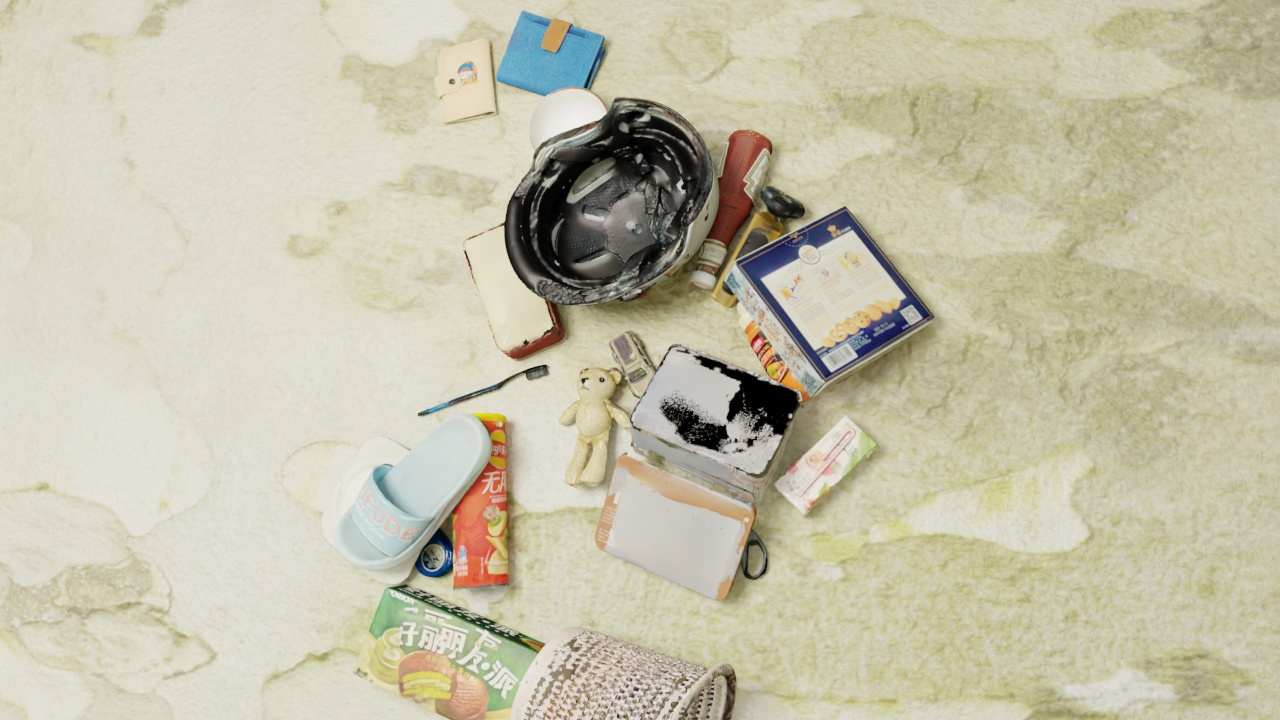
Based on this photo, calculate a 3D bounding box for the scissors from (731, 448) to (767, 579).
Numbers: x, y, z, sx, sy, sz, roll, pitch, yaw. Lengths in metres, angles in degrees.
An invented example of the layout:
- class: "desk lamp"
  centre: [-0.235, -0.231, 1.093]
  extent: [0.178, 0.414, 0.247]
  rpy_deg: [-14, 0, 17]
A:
- class: "scissors"
  centre: [0.129, 0.180, 1.119]
  extent: [0.136, 0.014, 0.174]
  rpy_deg: [33, 84, 16]

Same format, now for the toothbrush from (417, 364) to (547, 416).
- class: "toothbrush"
  centre: [-0.208, 0.042, 1.211]
  extent: [0.190, 0.014, 0.016]
  rpy_deg: [-21, 100, 8]

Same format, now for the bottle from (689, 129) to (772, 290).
- class: "bottle"
  centre: [0.111, -0.190, 1.168]
  extent: [0.060, 0.060, 0.206]
  rpy_deg: [18, 84, 14]

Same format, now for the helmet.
- class: "helmet"
  centre: [-0.020, -0.181, 1.142]
  extent: [0.274, 0.156, 0.230]
  rpy_deg: [-38, 72, 17]

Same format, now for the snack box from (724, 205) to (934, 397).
- class: "snack box"
  centre: [0.225, -0.074, 1.092]
  extent: [0.177, 0.046, 0.182]
  rpy_deg: [-28, 73, -22]

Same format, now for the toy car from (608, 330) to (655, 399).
- class: "toy car"
  centre: [-0.007, 0.007, 1.166]
  extent: [0.042, 0.035, 0.090]
  rpy_deg: [-30, 78, 6]

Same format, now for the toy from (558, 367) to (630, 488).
- class: "toy"
  centre: [-0.062, 0.083, 1.146]
  extent: [0.105, 0.066, 0.157]
  rpy_deg: [-2, 71, 28]

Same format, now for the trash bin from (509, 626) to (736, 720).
- class: "trash bin"
  centre: [-0.028, 0.403, 1.017]
  extent: [0.192, 0.227, 0.227]
  rpy_deg: [20, 84, 27]

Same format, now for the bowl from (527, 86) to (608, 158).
- class: "bowl"
  centre: [-0.088, -0.299, 1.225]
  extent: [0.113, 0.062, 0.113]
  rpy_deg: [-3, 78, 12]

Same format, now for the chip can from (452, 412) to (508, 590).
- class: "chip can"
  centre: [-0.203, 0.177, 1.155]
  extent: [0.073, 0.073, 0.216]
  rpy_deg: [-4, 80, 10]

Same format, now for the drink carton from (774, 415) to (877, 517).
- class: "drink carton"
  centre: [0.220, 0.125, 1.091]
  extent: [0.122, 0.045, 0.053]
  rpy_deg: [-44, 74, 0]

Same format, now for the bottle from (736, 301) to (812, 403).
- class: "bottle"
  centre: [0.167, -0.018, 1.124]
  extent: [0.067, 0.067, 0.149]
  rpy_deg: [-37, 68, 2]

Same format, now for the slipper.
- class: "slipper"
  centre: [-0.280, 0.160, 1.109]
  extent: [0.245, 0.074, 0.104]
  rpy_deg: [-45, 67, 8]

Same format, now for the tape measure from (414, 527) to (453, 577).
- class: "tape measure"
  centre: [-0.262, 0.250, 1.175]
  extent: [0.054, 0.025, 0.058]
  rpy_deg: [-43, 65, 7]

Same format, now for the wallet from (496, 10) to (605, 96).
- class: "wallet"
  centre: [-0.123, -0.417, 1.269]
  extent: [0.133, 0.040, 0.106]
  rpy_deg: [22, 89, 14]

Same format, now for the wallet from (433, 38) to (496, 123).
- class: "wallet"
  centre: [-0.250, -0.394, 1.296]
  extent: [0.087, 0.024, 0.115]
  rpy_deg: [-10, 79, 11]

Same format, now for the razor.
- class: "razor"
  centre: [0.142, -0.140, 1.144]
  extent: [0.062, 0.067, 0.167]
  rpy_deg: [32, 86, 3]

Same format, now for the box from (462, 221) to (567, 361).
- class: "box"
  centre: [-0.168, -0.092, 1.193]
  extent: [0.091, 0.079, 0.168]
  rpy_deg: [-23, 75, 5]

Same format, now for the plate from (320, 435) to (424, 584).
- class: "plate"
  centre: [-0.339, 0.190, 1.187]
  extent: [0.164, 0.034, 0.164]
  rpy_deg: [26, 87, 24]

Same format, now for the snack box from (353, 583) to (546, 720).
- class: "snack box"
  centre: [-0.221, 0.372, 1.124]
  extent: [0.240, 0.063, 0.114]
  rpy_deg: [19, 85, 14]

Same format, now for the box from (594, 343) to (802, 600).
- class: "box"
  centre: [0.065, 0.130, 1.083]
  extent: [0.179, 0.126, 0.273]
  rpy_deg: [22, 86, 16]
